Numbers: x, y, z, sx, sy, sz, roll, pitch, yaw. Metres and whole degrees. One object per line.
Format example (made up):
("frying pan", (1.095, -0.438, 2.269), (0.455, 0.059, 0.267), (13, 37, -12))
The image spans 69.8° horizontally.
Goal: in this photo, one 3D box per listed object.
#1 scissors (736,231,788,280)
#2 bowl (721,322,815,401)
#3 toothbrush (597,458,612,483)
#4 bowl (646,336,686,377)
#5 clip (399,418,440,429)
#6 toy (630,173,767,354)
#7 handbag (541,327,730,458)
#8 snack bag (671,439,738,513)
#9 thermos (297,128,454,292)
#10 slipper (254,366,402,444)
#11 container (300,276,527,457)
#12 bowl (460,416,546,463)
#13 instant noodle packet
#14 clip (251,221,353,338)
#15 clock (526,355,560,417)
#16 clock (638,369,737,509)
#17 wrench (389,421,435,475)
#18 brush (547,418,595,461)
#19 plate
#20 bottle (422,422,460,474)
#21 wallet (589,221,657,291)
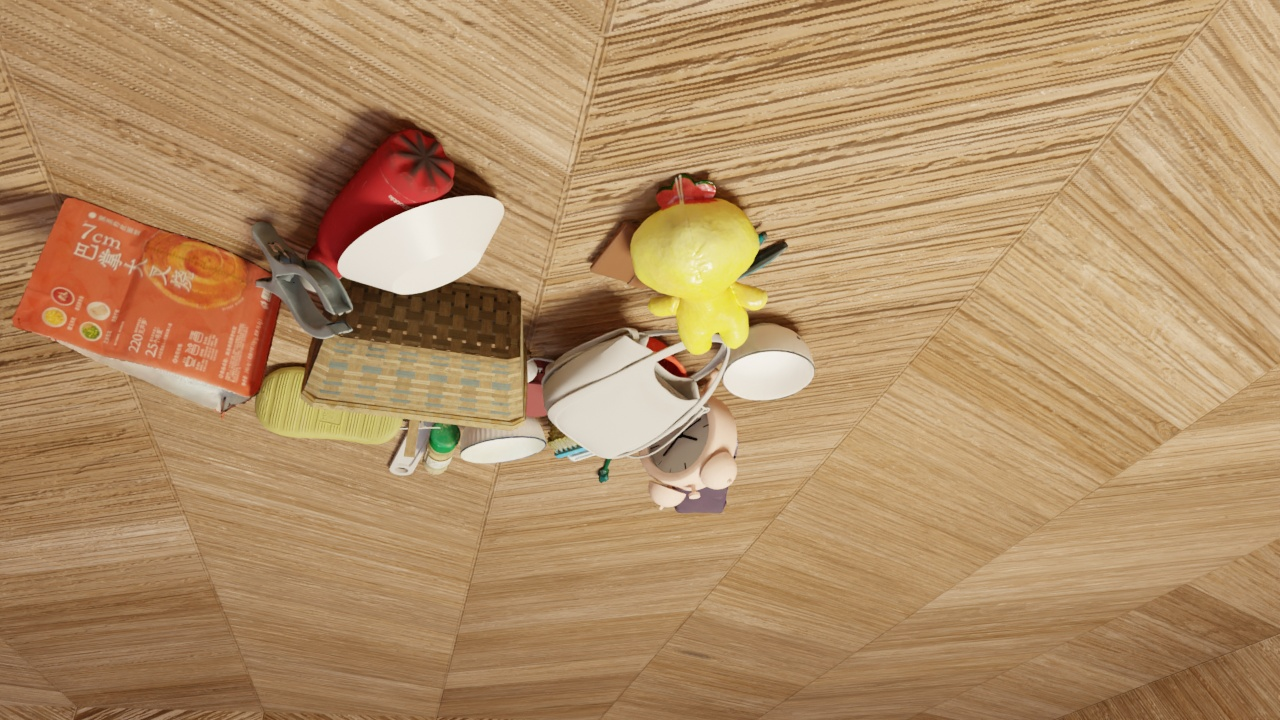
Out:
("scissors", (0.097, -0.100, 1.022), (0.131, 0.019, 0.150), (-10, 153, -6))
("bowl", (0.156, -0.005, 1.139), (0.113, 0.063, 0.114), (-1, 147, -1))
("toothbrush", (-0.041, 0.138, 1.385), (0.016, 0.017, 0.190), (5, 146, -11))
("bowl", (-0.007, 0.007, 1.165), (0.130, 0.045, 0.131), (-1, 146, -1))
("clip", (-0.314, 0.077, 1.244), (0.102, 0.053, 0.057), (-1, 113, 7))
("toy", (0.063, -0.090, 0.966), (0.134, 0.092, 0.208), (-12, 136, 8))
("handbag", (0.011, 0.028, 1.111), (0.223, 0.095, 0.216), (-29, 141, 16))
("snack bag", (0.095, 0.178, 1.415), (0.096, 0.058, 0.206), (-1, 147, 0))
("thermos", (-0.276, -0.136, 0.914), (0.073, 0.073, 0.241), (25, 139, -34))
("slipper", (-0.403, 0.058, 1.208), (0.190, 0.091, 0.081), (10, -174, -1))
("container", (-0.256, 0.011, 1.069), (0.249, 0.157, 0.187), (8, 134, -14))
("bowl", (-0.192, 0.095, 1.263), (0.118, 0.062, 0.118), (-9, 160, -3))
("instant noodle packet", (-0.495, -0.058, 0.940), (0.084, 0.164, 0.220), (-27, 140, 35))
("clip", (-0.345, -0.089, 0.929), (0.027, 0.163, 0.106), (-23, 133, -44))
("clock", (-0.140, 0.030, 1.195), (0.087, 0.044, 0.125), (12, 144, -20))
("clock", (0.068, 0.109, 1.218), (0.131, 0.160, 0.086), (-26, 140, 31))
("wrench", (-0.310, 0.109, 1.333), (0.086, 0.018, 0.274), (12, 145, -20))
("brush", (-0.059, 0.099, 1.291), (0.136, 0.055, 0.075), (-19, 138, 24))
("plate", (-0.210, -0.104, 0.917), (0.174, 0.036, 0.174), (-24, 172, -4))
("bottle", (-0.283, 0.125, 1.301), (0.043, 0.043, 0.111), (9, 148, -16))
("wallet", (0.015, -0.111, 1.019), (0.120, 0.013, 0.088), (14, 142, -26))
